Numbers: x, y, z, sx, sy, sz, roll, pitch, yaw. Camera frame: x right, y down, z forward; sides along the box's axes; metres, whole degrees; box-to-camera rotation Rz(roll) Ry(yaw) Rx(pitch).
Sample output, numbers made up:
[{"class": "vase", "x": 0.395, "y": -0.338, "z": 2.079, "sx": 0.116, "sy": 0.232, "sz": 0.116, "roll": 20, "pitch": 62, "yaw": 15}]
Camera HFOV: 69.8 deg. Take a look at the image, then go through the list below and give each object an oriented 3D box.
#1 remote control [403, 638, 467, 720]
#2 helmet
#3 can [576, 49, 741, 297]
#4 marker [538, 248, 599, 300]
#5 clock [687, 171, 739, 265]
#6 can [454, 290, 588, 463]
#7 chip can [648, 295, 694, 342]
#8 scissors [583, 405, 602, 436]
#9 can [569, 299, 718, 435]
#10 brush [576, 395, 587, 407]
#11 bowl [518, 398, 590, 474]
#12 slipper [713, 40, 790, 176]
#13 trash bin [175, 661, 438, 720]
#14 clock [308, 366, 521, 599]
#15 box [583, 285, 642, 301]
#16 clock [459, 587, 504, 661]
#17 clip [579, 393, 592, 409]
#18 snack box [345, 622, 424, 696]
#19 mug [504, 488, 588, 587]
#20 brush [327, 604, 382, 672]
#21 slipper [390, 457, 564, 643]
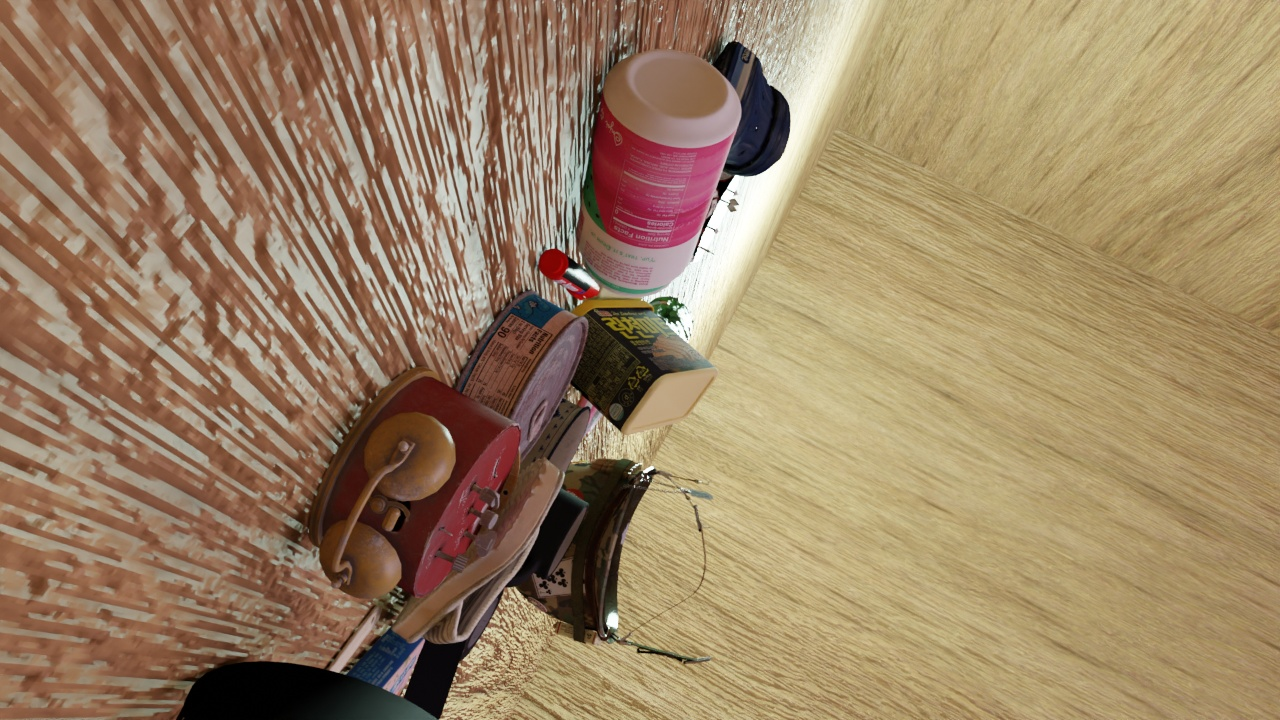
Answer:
[{"class": "remote control", "x": -0.168, "y": 0.238, "z": 0.807, "sx": 0.013, "sy": 0.034, "sz": 0.149, "roll": 124, "pitch": -15, "yaw": -52}, {"class": "helmet", "x": -0.029, "y": 0.200, "z": 0.966, "sx": 0.224, "sy": 0.236, "sz": 0.192, "roll": 154, "pitch": -50, "yaw": -78}, {"class": "can", "x": 0.007, "y": -0.123, "z": 0.629, "sx": 0.088, "sy": 0.088, "sz": 0.166, "roll": -57, "pitch": 171, "yaw": -36}, {"class": "marker", "x": -0.053, "y": -0.064, "z": 0.700, "sx": 0.023, "sy": 0.021, "sz": 0.145, "roll": -40, "pitch": 174, "yaw": 4}, {"class": "clock", "x": 0.066, "y": -0.157, "z": 1.020, "sx": 0.154, "sy": 0.065, "sz": 0.115, "roll": -53, "pitch": 169, "yaw": -56}, {"class": "can", "x": -0.088, "y": 0.017, "z": 0.657, "sx": 0.129, "sy": 0.044, "sz": 0.130, "roll": -61, "pitch": 173, "yaw": -14}, {"class": "chip can", "x": 0.019, "y": -0.018, "z": 1.077, "sx": 0.222, "sy": 0.075, "sz": 0.075, "roll": -63, "pitch": 178, "yaw": -70}, {"class": "scissors", "x": -0.070, "y": 0.085, "z": 1.172, "sx": 0.171, "sy": 0.014, "sz": 0.167, "roll": -65, "pitch": 172, "yaw": 18}, {"class": "can", "x": -0.005, "y": 0.005, "z": 0.817, "sx": 0.073, "sy": 0.101, "sz": 0.130, "roll": -55, "pitch": 159, "yaw": 20}, {"class": "brush", "x": -0.058, "y": 0.020, "z": 0.945, "sx": 0.172, "sy": 0.030, "sz": 0.041, "roll": -62, "pitch": 174, "yaw": -7}, {"class": "bowl", "x": -0.095, "y": 0.076, "z": 0.766, "sx": 0.115, "sy": 0.059, "sz": 0.116, "roll": -61, "pitch": 173, "yaw": -14}, {"class": "slipper", "x": 0.105, "y": -0.236, "z": 0.906, "sx": 0.105, "sy": 0.095, "sz": 0.252, "roll": -61, "pitch": 177, "yaw": 10}, {"class": "trash bin", "x": -0.186, "y": 0.276, "z": 0.442, "sx": 0.184, "sy": 0.184, "sz": 0.210, "roll": 53, "pitch": 59, "yaw": -82}, {"class": "clock", "x": -0.119, "y": 0.075, "z": 0.504, "sx": 0.117, "sy": 0.081, "sz": 0.158, "roll": -63, "pitch": 173, "yaw": 7}, {"class": "box", "x": 0.003, "y": -0.119, "z": 0.817, "sx": 0.140, "sy": 0.048, "sz": 0.188, "roll": -59, "pitch": 173, "yaw": -42}, {"class": "clock", "x": -0.175, "y": 0.248, "z": 0.905, "sx": 0.091, "sy": 0.044, "sz": 0.123, "roll": -60, "pitch": 173, "yaw": -18}, {"class": "clip", "x": -0.053, "y": 0.024, "z": 1.004, "sx": 0.054, "sy": 0.041, "sz": 0.101, "roll": 86, "pitch": 22, "yaw": -63}, {"class": "snack box", "x": -0.230, "y": 0.296, "z": 0.739, "sx": 0.154, "sy": 0.033, "sz": 0.087, "roll": -65, "pitch": 174, "yaw": 18}, {"class": "mug", "x": -0.111, "y": 0.154, "z": 0.826, "sx": 0.113, "sy": 0.088, "sz": 0.078, "roll": -54, "pitch": 169, "yaw": -49}, {"class": "brush", "x": -0.237, "y": 0.250, "z": 0.614, "sx": 0.217, "sy": 0.012, "sz": 0.033, "roll": -58, "pitch": 171, "yaw": -44}, {"class": "slipper", "x": -0.117, "y": 0.148, "z": 0.667, "sx": 0.114, "sy": 0.054, "sz": 0.274, "roll": -54, "pitch": -175, "yaw": -37}]
